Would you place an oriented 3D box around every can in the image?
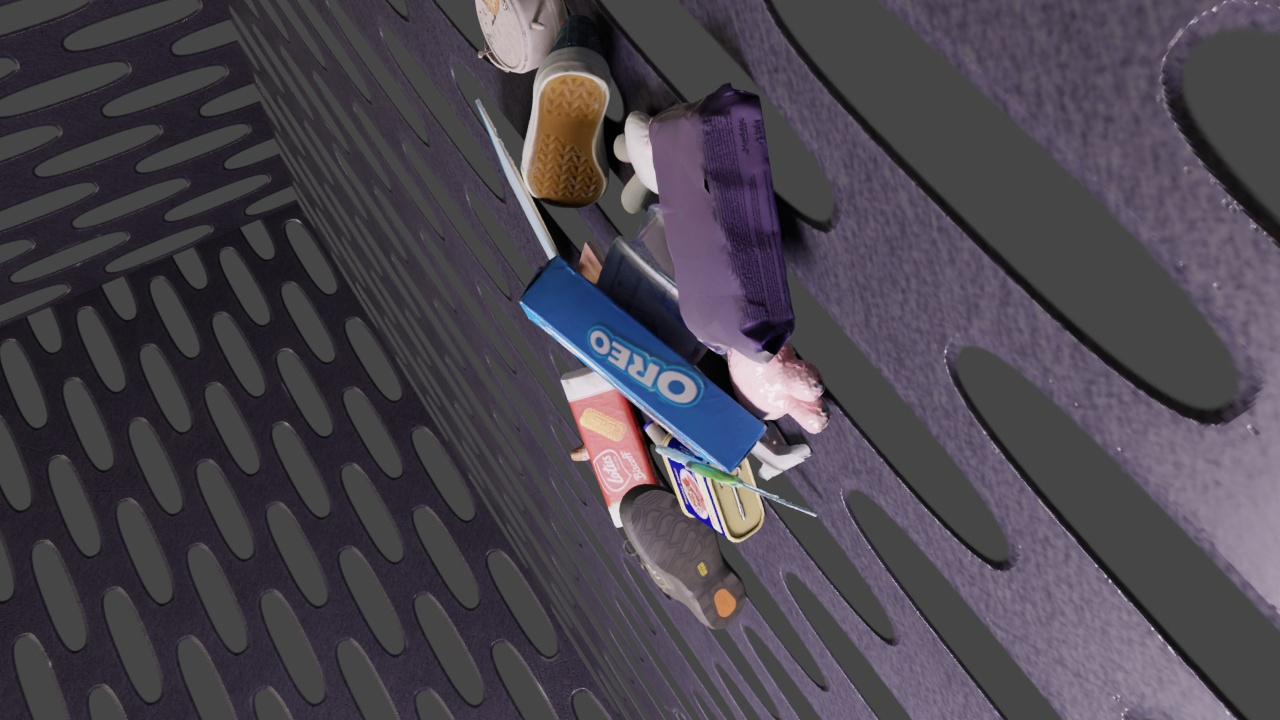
[{"bbox_3d":[0.081,0.135,1.014,0.092,0.056,0.116,24,138,58],"label":"can"}]

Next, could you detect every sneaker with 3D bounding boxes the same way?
[{"bbox_3d":[-0.070,-0.229,0.873,0.236,0.087,0.079,105,164,-68],"label":"sneaker"},{"bbox_3d":[0.036,0.228,1.176,0.238,0.101,0.143,57,164,-28],"label":"sneaker"}]

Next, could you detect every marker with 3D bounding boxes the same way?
[{"bbox_3d":[0.052,0.131,1.134,0.141,0.020,0.020,52,158,24],"label":"marker"}]

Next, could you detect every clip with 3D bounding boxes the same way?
[{"bbox_3d":[0.121,0.088,0.884,0.055,0.045,0.102,46,158,4],"label":"clip"}]

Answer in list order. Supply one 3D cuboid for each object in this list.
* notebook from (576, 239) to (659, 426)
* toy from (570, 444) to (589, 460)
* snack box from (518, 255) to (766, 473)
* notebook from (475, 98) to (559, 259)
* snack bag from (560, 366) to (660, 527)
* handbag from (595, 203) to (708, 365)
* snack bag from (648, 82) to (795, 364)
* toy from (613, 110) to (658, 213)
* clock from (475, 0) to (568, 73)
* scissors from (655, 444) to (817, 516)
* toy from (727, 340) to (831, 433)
[{"bbox_3d":[-0.019,-0.029,1.105,0.209,0.008,0.142,57,160,11],"label":"notebook"},{"bbox_3d":[-0.031,0.133,1.275,0.106,0.074,0.085,29,173,20],"label":"toy"},{"bbox_3d":[-0.005,0.005,0.869,0.239,0.056,0.195,39,176,-3],"label":"snack box"},{"bbox_3d":[-0.130,-0.178,1.063,0.181,0.009,0.253,63,176,5],"label":"notebook"},{"bbox_3d":[-0.033,0.112,1.208,0.041,0.077,0.225,-71,-37,-72],"label":"snack bag"},{"bbox_3d":[0.029,-0.066,0.863,0.126,0.069,0.159,41,160,3],"label":"handbag"},{"bbox_3d":[0.059,-0.100,0.701,0.096,0.058,0.205,11,114,63],"label":"snack bag"},{"bbox_3d":[0.008,-0.178,0.802,0.123,0.038,0.079,170,84,-70],"label":"toy"},{"bbox_3d":[-0.125,-0.322,0.893,0.103,0.061,0.157,61,158,-1],"label":"clock"},{"bbox_3d":[0.087,0.114,0.894,0.172,0.023,0.171,13,169,39],"label":"scissors"},{"bbox_3d":[0.117,0.016,0.776,0.105,0.053,0.108,32,148,42],"label":"toy"}]
